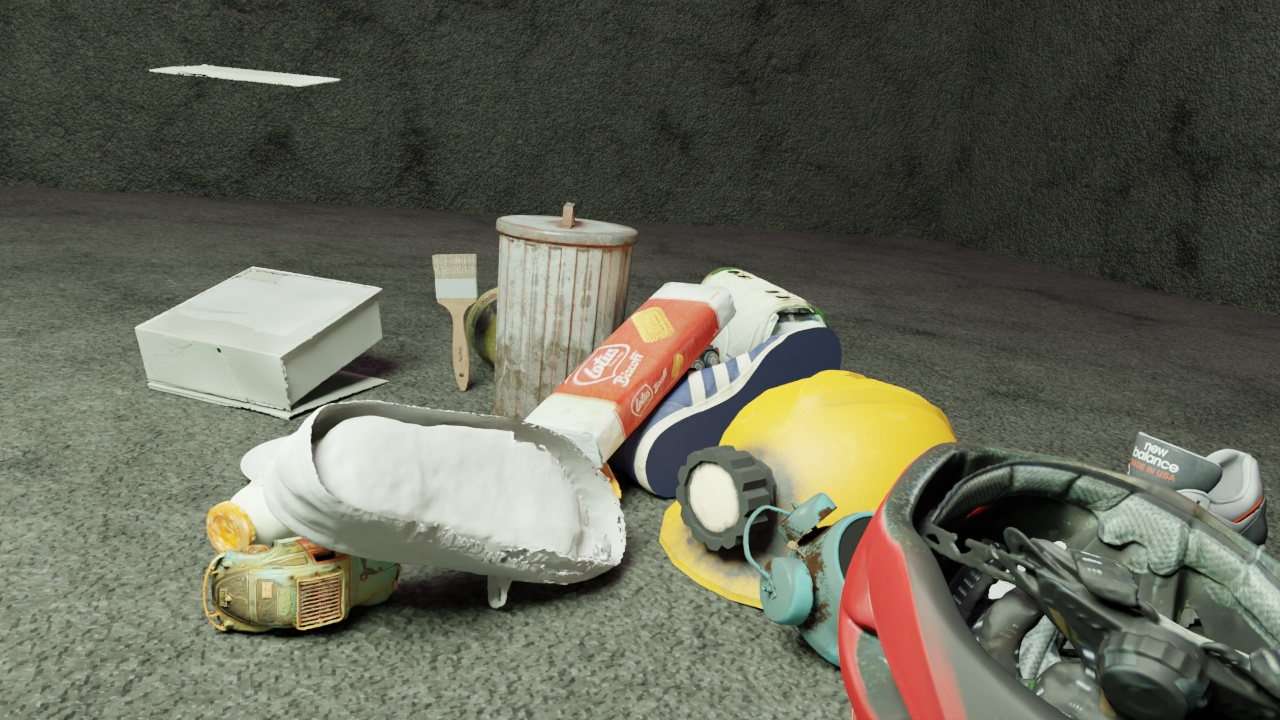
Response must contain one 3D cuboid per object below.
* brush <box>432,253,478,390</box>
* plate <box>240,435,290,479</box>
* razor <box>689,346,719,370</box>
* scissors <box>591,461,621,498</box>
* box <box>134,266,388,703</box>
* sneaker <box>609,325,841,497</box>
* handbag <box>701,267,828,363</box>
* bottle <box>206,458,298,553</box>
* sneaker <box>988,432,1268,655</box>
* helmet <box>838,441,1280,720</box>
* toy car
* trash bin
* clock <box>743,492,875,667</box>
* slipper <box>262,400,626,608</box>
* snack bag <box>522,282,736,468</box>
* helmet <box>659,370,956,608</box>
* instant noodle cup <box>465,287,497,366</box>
[{"bbox_3d":[-0.187,-0.039,0.952,0.045,0.143,0.008,-1,12,7],"label":"brush"},{"bbox_3d":[-0.240,0.083,0.719,0.134,0.011,0.134,5,14,-2],"label":"plate"},{"bbox_3d":[0.050,-0.010,0.998,0.052,0.047,0.142,-37,25,5],"label":"razor"},{"bbox_3d":[-0.034,0.076,0.748,0.013,0.070,0.130,30,10,-32],"label":"scissors"},{"bbox_3d":[-0.379,0.120,0.942,0.169,0.404,0.171,11,16,16],"label":"box"},{"bbox_3d":[0.059,0.033,0.821,0.232,0.091,0.118,-33,28,-27],"label":"sneaker"},{"bbox_3d":[0.121,-0.018,1.007,0.096,0.142,0.198,-1,15,-16],"label":"handbag"},{"bbox_3d":[-0.225,0.092,0.595,0.063,0.063,0.108,12,17,22],"label":"bottle"},{"bbox_3d":[0.324,0.111,0.608,0.239,0.124,0.089,0,15,-22],"label":"sneaker"},{"bbox_3d":[0.192,0.131,0.383,0.217,0.167,0.271,29,29,25],"label":"helmet"},{"bbox_3d":[-0.180,0.124,0.510,0.111,0.047,0.047,-6,16,-38],"label":"toy car"},{"bbox_3d":[-0.075,-0.041,0.866,0.131,0.211,0.130,5,14,-2],"label":"trash bin"},{"bbox_3d":[0.117,0.123,0.530,0.124,0.053,0.089,29,47,-3],"label":"clock"},{"bbox_3d":[-0.100,0.087,0.542,0.075,0.112,0.246,-14,-24,40],"label":"slipper"},{"bbox_3d":[-0.005,0.004,0.769,0.078,0.041,0.224,7,36,35],"label":"snack bag"},{"bbox_3d":[0.142,0.075,0.670,0.254,0.131,0.205,-5,17,-40],"label":"helmet"},{"bbox_3d":[-0.134,-0.022,1.027,0.102,0.102,0.108,-1,25,-25],"label":"instant noodle cup"}]
